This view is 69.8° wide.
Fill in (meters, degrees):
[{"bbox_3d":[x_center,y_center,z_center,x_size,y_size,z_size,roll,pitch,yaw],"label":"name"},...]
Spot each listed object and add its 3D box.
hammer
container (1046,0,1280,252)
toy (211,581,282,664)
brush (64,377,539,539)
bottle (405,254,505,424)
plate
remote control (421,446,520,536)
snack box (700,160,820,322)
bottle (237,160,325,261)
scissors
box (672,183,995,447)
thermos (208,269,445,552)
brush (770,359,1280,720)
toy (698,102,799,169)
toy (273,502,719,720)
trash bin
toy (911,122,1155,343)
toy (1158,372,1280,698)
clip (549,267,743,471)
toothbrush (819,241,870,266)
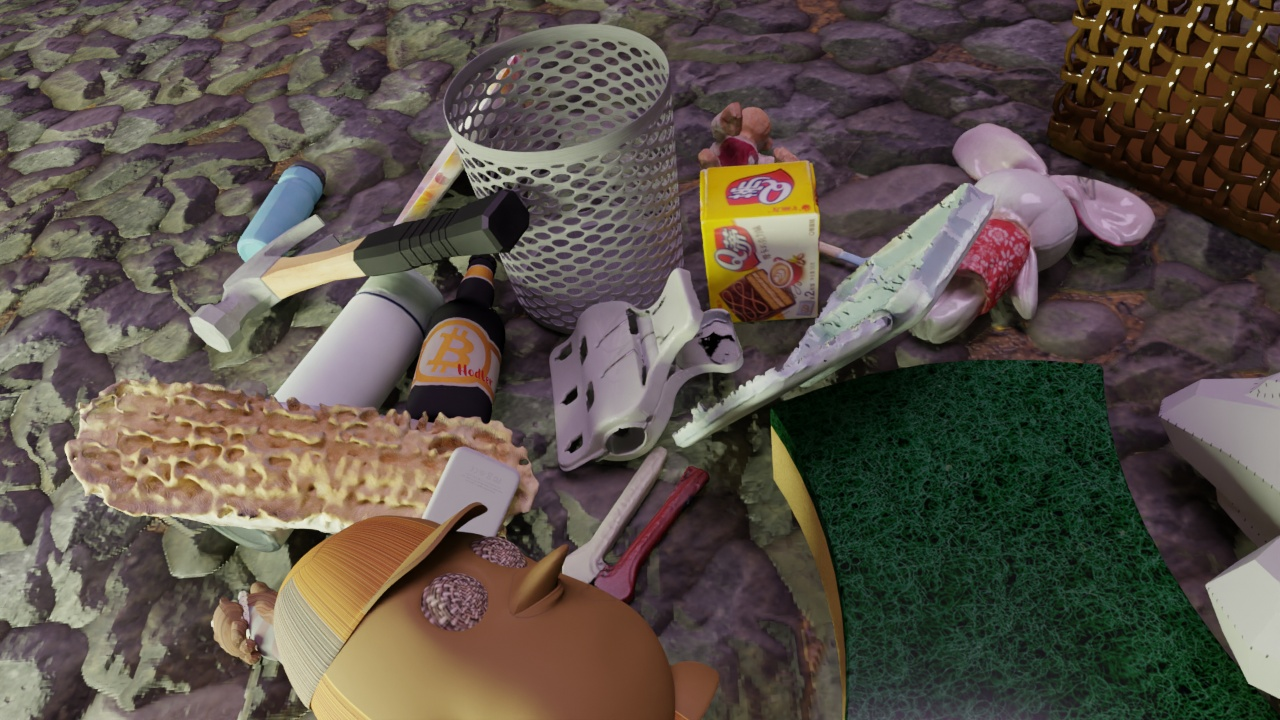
[{"bbox_3d":[-0.213,-0.077,0.693,0.329,0.039,0.130,-6,41,38],"label":"hammer"},{"bbox_3d":[0.491,-0.247,0.675,0.219,0.214,0.251,-33,51,-19],"label":"container"},{"bbox_3d":[-0.219,0.164,0.562,0.102,0.042,0.054,11,29,30],"label":"toy"},{"bbox_3d":[-0.202,0.066,0.570,0.271,0.057,0.083,10,75,-14],"label":"brush"},{"bbox_3d":[-0.132,-0.014,0.691,0.059,0.059,0.181,-4,48,8],"label":"bottle"},{"bbox_3d":[-0.160,-0.177,0.793,0.016,0.187,0.186,35,44,-19],"label":"plate"},{"bbox_3d":[-0.120,0.125,0.549,0.045,0.008,0.146,26,77,-13],"label":"remote control"},{"bbox_3d":[0.089,-0.086,0.682,0.084,0.106,0.061,-3,48,8],"label":"snack box"},{"bbox_3d":[-0.330,-0.141,0.856,0.040,0.040,0.129,1,49,12],"label":"bottle"},{"bbox_3d":[-0.019,0.134,0.569,0.146,0.015,0.187,-4,50,6],"label":"scissors"},{"bbox_3d":[0.111,-0.011,0.558,0.061,0.210,0.192,45,73,3],"label":"box"},{"bbox_3d":[-0.225,0.027,0.668,0.068,0.068,0.229,12,53,20],"label":"thermos"},{"bbox_3d":[0.185,0.118,0.501,0.195,0.075,0.249,-8,48,4],"label":"brush"},{"bbox_3d":[0.098,-0.187,0.805,0.085,0.074,0.105,28,30,-6],"label":"toy"},{"bbox_3d":[-0.075,0.147,0.441,0.203,0.163,0.198,32,16,6],"label":"toy"},{"bbox_3d":[-0.046,-0.129,0.693,0.156,0.183,0.156,-5,48,6],"label":"trash bin"},{"bbox_3d":[0.266,-0.089,0.669,0.159,0.084,0.193,33,67,24],"label":"toy"},{"bbox_3d":[0.360,0.079,0.441,0.267,0.141,0.246,-9,30,-17],"label":"toy"},{"bbox_3d":[-0.003,0.003,0.644,0.144,0.074,0.124,-31,42,17],"label":"clip"},{"bbox_3d":[0.126,-0.099,0.748,0.155,0.016,0.022,26,90,30],"label":"toothbrush"}]
